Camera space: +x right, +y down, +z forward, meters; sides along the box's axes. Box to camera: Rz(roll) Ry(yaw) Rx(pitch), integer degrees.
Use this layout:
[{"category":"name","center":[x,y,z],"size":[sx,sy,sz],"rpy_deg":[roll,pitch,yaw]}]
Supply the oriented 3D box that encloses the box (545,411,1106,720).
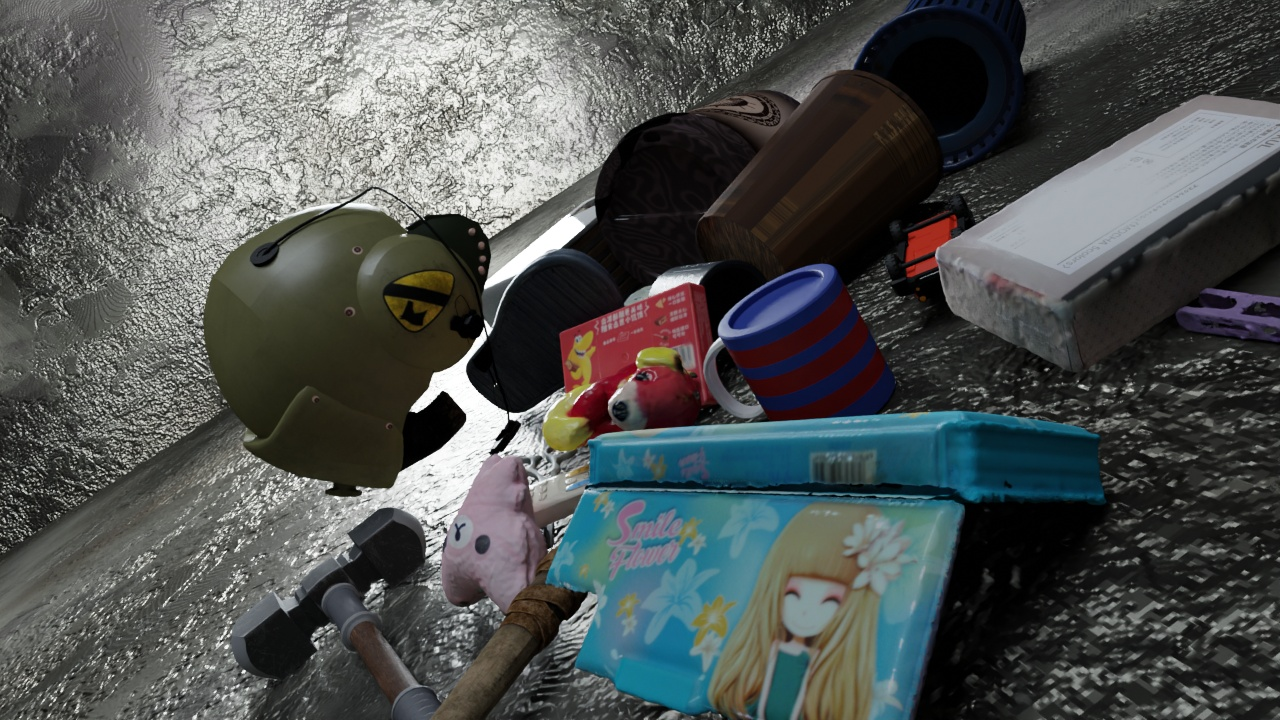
[{"category":"box","center":[0.049,0.065,0.389],"size":[0.172,0.083,0.228],"rpy_deg":[-32,14,-35]}]

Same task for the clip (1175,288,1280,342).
[{"category":"clip","center":[0.254,-0.018,0.391],"size":[0.037,0.013,0.053],"rpy_deg":[-42,22,-25]}]

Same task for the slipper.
[{"category":"slipper","center":[-0.076,-0.031,0.815],"size":[0.082,0.101,0.264],"rpy_deg":[-55,8,-35]}]

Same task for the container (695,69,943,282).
[{"category":"container","center":[0.137,-0.127,0.736],"size":[0.167,0.132,0.132],"rpy_deg":[-44,20,-18]}]

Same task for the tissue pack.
[{"category":"tissue pack","center":[0.249,-0.064,0.460],"size":[0.181,0.071,0.104],"rpy_deg":[-34,29,-7]}]

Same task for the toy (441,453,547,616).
[{"category":"toy","center":[-0.088,0.104,0.556],"size":[0.052,0.095,0.099],"rpy_deg":[11,-13,-36]}]

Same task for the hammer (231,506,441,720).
[{"category":"hammer","center":[-0.160,0.176,0.554],"size":[0.155,0.043,0.323],"rpy_deg":[-39,20,-21]}]

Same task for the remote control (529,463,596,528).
[{"category":"remote control","center":[-0.030,0.079,0.599],"size":[0.125,0.018,0.038],"rpy_deg":[-22,18,4]}]

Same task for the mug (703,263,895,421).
[{"category":"mug","center":[0.082,0.000,0.540],"size":[0.112,0.076,0.074],"rpy_deg":[-16,23,43]}]

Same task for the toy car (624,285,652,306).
[{"category":"toy car","center":[0.029,-0.047,0.801],"size":[0.106,0.033,0.047],"rpy_deg":[5,46,33]}]

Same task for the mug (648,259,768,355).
[{"category":"mug","center":[0.046,-0.026,0.712],"size":[0.077,0.071,0.105],"rpy_deg":[4,66,64]}]

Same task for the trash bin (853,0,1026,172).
[{"category":"trash bin","center":[0.291,-0.283,0.866],"size":[0.140,0.139,0.248],"rpy_deg":[-21,18,33]}]

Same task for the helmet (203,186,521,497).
[{"category":"helmet","center":[-0.234,-0.004,0.774],"size":[0.232,0.256,0.251],"rpy_deg":[-39,17,-26]}]

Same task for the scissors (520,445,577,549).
[{"category":"scissors","center":[-0.059,0.088,0.660],"size":[0.090,0.014,0.172],"rpy_deg":[-21,22,-20]}]

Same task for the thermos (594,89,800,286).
[{"category":"thermos","center":[0.083,-0.180,0.916],"size":[0.173,0.173,0.225],"rpy_deg":[-18,16,40]}]

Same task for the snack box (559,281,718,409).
[{"category":"snack box","center":[-0.004,0.004,0.680],"size":[0.133,0.089,0.021],"rpy_deg":[-19,-18,39]}]

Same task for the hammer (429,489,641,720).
[{"category":"hammer","center":[-0.073,0.149,0.427],"size":[0.122,0.049,0.317],"rpy_deg":[1,26,27]}]

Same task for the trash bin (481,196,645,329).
[{"category":"trash bin","center":[-0.045,-0.092,0.964],"size":[0.115,0.114,0.228],"rpy_deg":[-17,23,42]}]

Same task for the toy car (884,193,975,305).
[{"category":"toy car","center":[0.190,-0.066,0.582],"size":[0.051,0.049,0.100],"rpy_deg":[-22,19,28]}]

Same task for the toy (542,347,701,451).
[{"category":"toy","center":[-0.005,0.029,0.602],"size":[0.105,0.067,0.138],"rpy_deg":[-29,7,-28]}]
